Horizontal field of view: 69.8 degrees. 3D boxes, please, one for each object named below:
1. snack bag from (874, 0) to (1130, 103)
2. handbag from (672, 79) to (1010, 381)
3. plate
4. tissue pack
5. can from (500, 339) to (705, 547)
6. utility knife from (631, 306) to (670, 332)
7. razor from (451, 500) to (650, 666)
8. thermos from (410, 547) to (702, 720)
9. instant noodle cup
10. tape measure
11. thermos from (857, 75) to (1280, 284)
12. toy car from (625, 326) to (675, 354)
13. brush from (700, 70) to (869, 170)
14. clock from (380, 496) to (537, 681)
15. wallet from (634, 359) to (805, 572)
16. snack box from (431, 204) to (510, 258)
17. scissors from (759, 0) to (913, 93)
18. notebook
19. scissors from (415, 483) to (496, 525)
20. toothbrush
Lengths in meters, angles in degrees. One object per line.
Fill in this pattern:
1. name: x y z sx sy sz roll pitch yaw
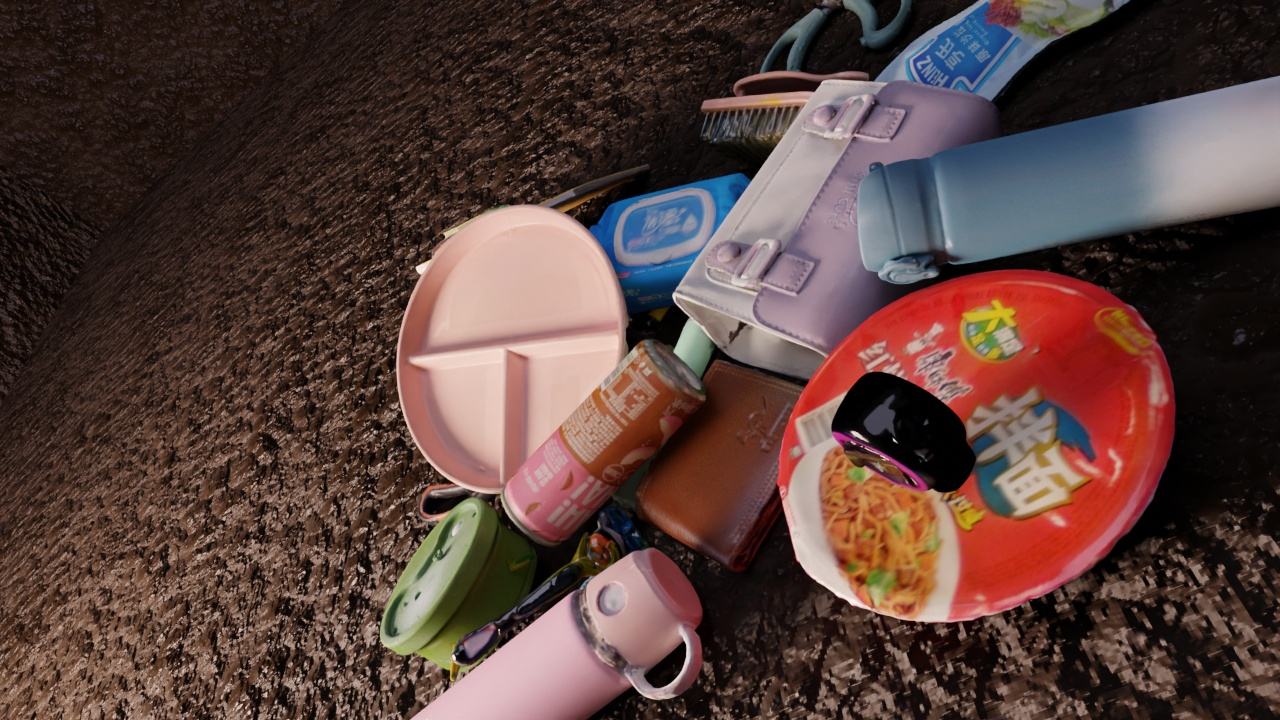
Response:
1. snack bag: 0.256 -0.232 0.652 0.191 0.039 0.110 -36 48 18
2. handbag: 0.132 -0.086 0.601 0.145 0.098 0.196 22 74 47
3. plate: -0.103 -0.010 0.727 0.230 0.028 0.229 -6 79 32
4. tissue pack: 0.023 -0.090 0.724 0.157 0.052 0.094 -10 57 25
5. can: -0.025 0.055 0.606 0.147 0.058 0.058 -46 35 13
6. utility knife: 0.037 -0.086 0.761 0.033 0.015 0.154 20 72 49
7. razor: -0.059 0.146 0.583 0.142 0.042 0.022 -34 -8 -14
8. thermos: -0.049 0.198 0.548 0.199 0.067 0.087 -38 51 11
9. instant noodle cup: 0.166 0.049 0.458 0.194 0.066 0.193 -27 41 26
10. tape measure: 0.116 0.034 0.418 0.058 0.057 0.039 27 78 46
11. thermos: 0.224 -0.090 0.475 0.221 0.070 0.070 -10 48 18
12. toy car: -0.004 0.004 0.705 0.106 0.031 0.049 28 79 39
13. brush: 0.117 -0.198 0.738 0.146 0.063 0.073 12 78 51
14. clock: -0.132 0.159 0.657 0.116 0.056 0.161 -56 20 -13
15. wallet: 0.058 0.064 0.587 0.101 0.032 0.124 18 71 49
16. snack box: -0.121 -0.054 0.828 0.118 0.118 0.105 -18 58 35
17. scissors: 0.183 -0.302 0.809 0.179 0.019 0.172 11 64 51
18. notebook: -0.105 -0.139 0.896 0.207 0.010 0.145 -19 9 33
19. scissors: -0.108 0.082 0.755 0.189 0.015 0.222 -47 35 2
20. toothbrush: 0.003 0.070 0.636 0.026 0.027 0.224 22 75 10
